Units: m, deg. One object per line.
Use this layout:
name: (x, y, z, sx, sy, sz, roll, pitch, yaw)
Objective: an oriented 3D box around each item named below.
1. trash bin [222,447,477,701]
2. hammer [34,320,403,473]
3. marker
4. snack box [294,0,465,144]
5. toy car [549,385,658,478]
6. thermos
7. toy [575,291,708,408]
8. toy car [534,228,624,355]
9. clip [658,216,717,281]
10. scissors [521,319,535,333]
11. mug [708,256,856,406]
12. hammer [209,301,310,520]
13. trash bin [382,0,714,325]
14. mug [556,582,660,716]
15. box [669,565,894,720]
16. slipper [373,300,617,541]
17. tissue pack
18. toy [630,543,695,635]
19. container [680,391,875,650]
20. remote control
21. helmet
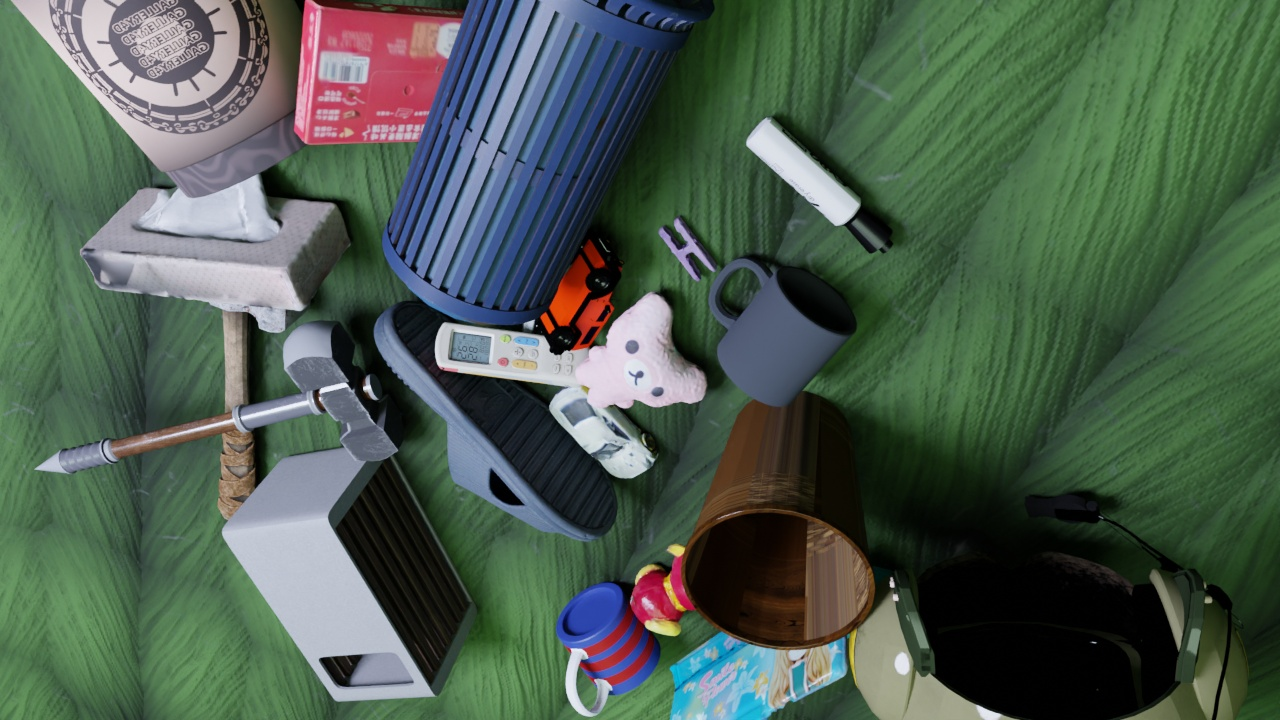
trash bin: (-0.270, 0.207, 0.885, 0.115, 0.114, 0.229, -10, 119, 19)
hammer: (-0.382, 0.059, 0.800, 0.322, 0.043, 0.156, -13, 135, 6)
marker: (0.127, -0.118, 0.636, 0.126, 0.025, 0.025, 39, 122, -12)
snack box: (-0.158, -0.188, 0.608, 0.021, 0.132, 0.089, 45, 131, 32)
toy car: (-0.031, 0.062, 0.785, 0.048, 0.033, 0.105, -35, 109, 28)
thermos: (-0.309, -0.236, 0.592, 0.173, 0.172, 0.226, -14, 124, 21)
toy: (-0.004, 0.004, 0.725, 0.096, 0.052, 0.099, -25, 112, 6)
toy car: (-0.045, -0.051, 0.704, 0.048, 0.051, 0.100, 3, 135, -41)
clip: (0.033, -0.082, 0.690, 0.037, 0.013, 0.053, -15, 114, 21)
scissors: (-0.072, -0.070, 0.722, 0.090, 0.014, 0.172, -1, 119, 16)
mug: (0.096, -0.029, 0.680, 0.105, 0.071, 0.078, 47, 125, 15)
hammer: (-0.374, 0.037, 0.850, 0.121, 0.048, 0.320, 20, 126, 4)
trash bin: (-0.073, -0.148, 0.595, 0.139, 0.139, 0.250, 28, 123, -5)
mug: (-0.039, 0.280, 0.876, 0.075, 0.111, 0.076, -13, 119, 38)
box: (0.112, 0.259, 0.812, 0.228, 0.172, 0.083, -44, 73, 32)
slipper: (-0.133, 0.067, 0.774, 0.083, 0.101, 0.263, -38, 103, 29)
tissue pack: (-0.333, -0.100, 0.721, 0.181, 0.103, 0.071, 6, 138, 13)
toy: (0.052, 0.204, 0.837, 0.137, 0.067, 0.105, -24, 117, 19)
container: (0.109, 0.109, 0.697, 0.132, 0.166, 0.132, 6, 123, 10)
remote control: (-0.101, -0.004, 0.736, 0.125, 0.038, 0.018, 8, 158, -12)
helmet: (0.281, 0.223, 0.661, 0.251, 0.255, 0.233, -4, 118, 16)
